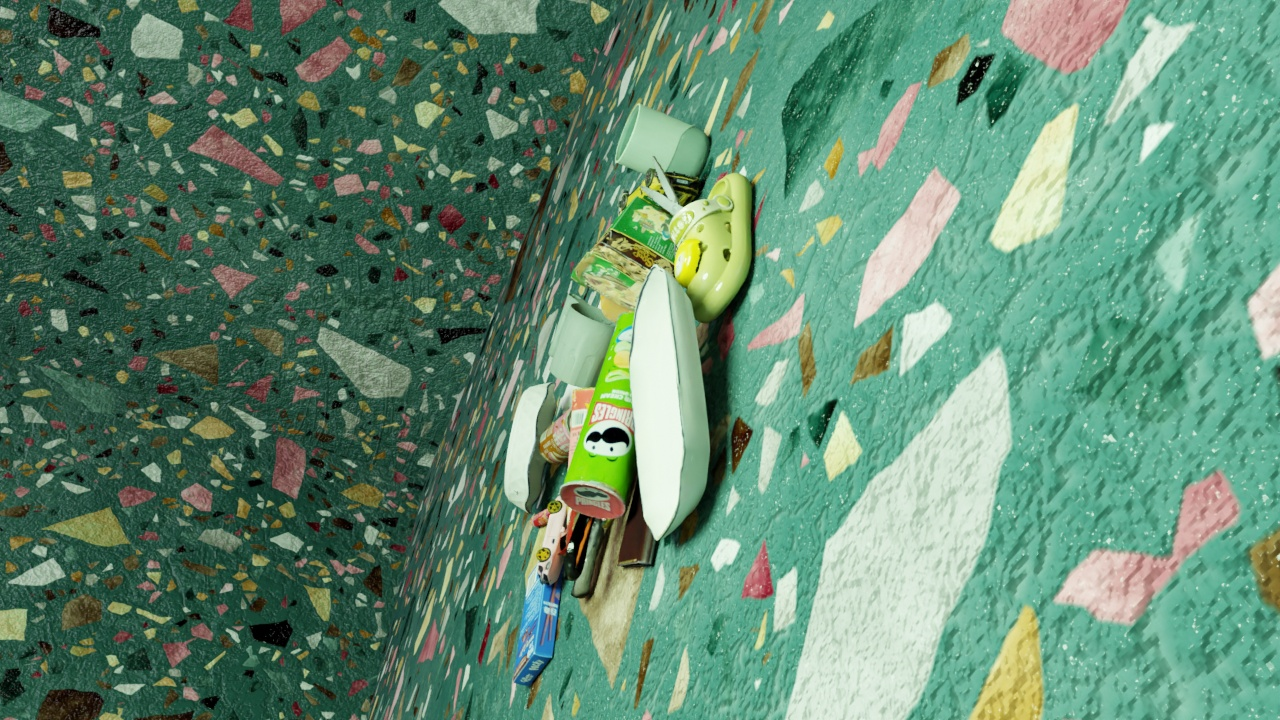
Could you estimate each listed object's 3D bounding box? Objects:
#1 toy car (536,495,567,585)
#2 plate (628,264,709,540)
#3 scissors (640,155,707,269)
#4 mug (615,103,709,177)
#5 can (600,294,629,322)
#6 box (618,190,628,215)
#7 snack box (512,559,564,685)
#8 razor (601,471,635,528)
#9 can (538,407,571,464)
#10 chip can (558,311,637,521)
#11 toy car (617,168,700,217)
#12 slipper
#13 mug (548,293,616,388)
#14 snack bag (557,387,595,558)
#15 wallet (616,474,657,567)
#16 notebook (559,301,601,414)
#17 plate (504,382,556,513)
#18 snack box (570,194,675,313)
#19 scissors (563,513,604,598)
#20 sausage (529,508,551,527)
[{"bbox_3d":[-0.106,0.231,1.178,0.056,0.037,0.122,81,-165,-47],"label":"toy car"},{"bbox_3d":[0.027,0.035,0.865,0.162,0.034,0.265,111,158,-53],"label":"plate"},{"bbox_3d":[0.044,-0.176,1.089,0.160,0.014,0.172,-7,83,54],"label":"scissors"},{"bbox_3d":[0.029,-0.287,1.224,0.111,0.106,0.082,-100,32,-62],"label":"mug"},{"bbox_3d":[-0.029,-0.112,1.310,0.145,0.058,0.058,-95,28,-58],"label":"can"},{"bbox_3d":[0.007,-0.187,1.325,0.163,0.079,0.074,-98,8,-57],"label":"box"},{"bbox_3d":[-0.130,0.328,1.183,0.156,0.026,0.085,-86,21,-46],"label":"snack box"},{"bbox_3d":[-0.020,0.125,1.035,0.043,0.028,0.132,79,-157,-69],"label":"razor"},{"bbox_3d":[-0.099,0.105,1.290,0.148,0.058,0.057,140,146,-63],"label":"can"},{"bbox_3d":[-0.021,0.053,0.995,0.072,0.072,0.235,-51,18,53],"label":"chip can"},{"bbox_3d":[0.023,-0.211,1.208,0.156,0.071,0.041,157,117,-64],"label":"toy car"},{"bbox_3d":[0.065,-0.124,0.943,0.092,0.081,0.190,123,163,-51],"label":"slipper"},{"bbox_3d":[-0.089,-0.029,1.348,0.124,0.083,0.103,39,113,49],"label":"mug"},{"bbox_3d":[-0.066,0.139,1.115,0.129,0.073,0.207,97,-176,-78],"label":"snack bag"},{"bbox_3d":[0.004,0.150,0.937,0.096,0.020,0.122,137,149,-69],"label":"wallet"},{"bbox_3d":[-0.082,0.003,1.451,0.150,0.012,0.209,-114,45,-68],"label":"notebook"},{"bbox_3d":[-0.171,0.132,1.429,0.205,0.045,0.205,13,-94,-87],"label":"plate"},{"bbox_3d":[-0.005,-0.137,1.181,0.105,0.118,0.118,-64,11,-26],"label":"snack box"},{"bbox_3d":[-0.048,0.165,1.029,0.223,0.022,0.221,-49,-29,-74],"label":"scissors"},{"bbox_3d":[-0.141,0.232,1.361,0.156,0.020,0.020,139,147,-63],"label":"sausage"}]
